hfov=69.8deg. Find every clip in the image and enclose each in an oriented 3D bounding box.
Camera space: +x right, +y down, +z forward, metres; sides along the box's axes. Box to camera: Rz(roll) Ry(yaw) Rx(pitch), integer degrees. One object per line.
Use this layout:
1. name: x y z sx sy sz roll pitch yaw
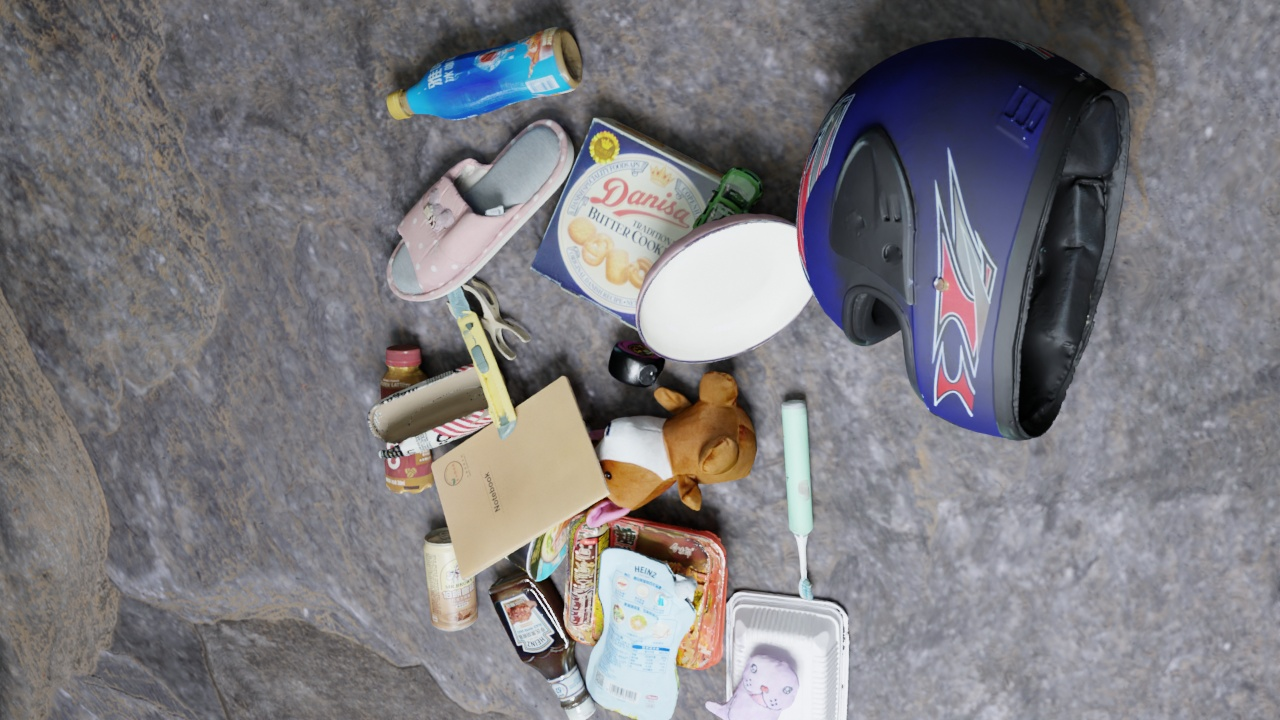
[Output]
1. clip: -0.182 -0.040 1.055 0.082 0.034 0.104 -31 93 21

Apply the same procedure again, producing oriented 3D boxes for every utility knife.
1. utility knife: -0.179 -0.007 1.024 0.031 0.021 0.198 -24 78 10

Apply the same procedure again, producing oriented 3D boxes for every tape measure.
1. tape measure: -0.006 0.006 0.993 0.058 0.057 0.039 20 109 5

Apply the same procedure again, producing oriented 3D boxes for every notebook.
1. notebook: -0.137 0.129 1.003 0.208 0.008 0.147 -33 61 20

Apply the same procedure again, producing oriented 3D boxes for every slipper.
1. slipper: -0.186 -0.163 0.999 0.275 0.054 0.114 -35 61 20

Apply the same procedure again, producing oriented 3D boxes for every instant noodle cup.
1. instant noodle cup: -0.146 0.180 1.063 0.120 0.111 0.111 20 108 22
2. instant noodle cup: 0.158 0.352 1.018 0.138 0.060 0.173 3 105 18
3. instant noodle cup: 0.011 0.249 1.033 0.189 0.079 0.165 9 105 18

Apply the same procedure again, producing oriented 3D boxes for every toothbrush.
1. toothbrush: 0.170 0.151 0.983 0.026 0.027 0.224 -9 102 -17

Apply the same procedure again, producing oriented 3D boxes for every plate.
1. plate: 0.082 -0.074 0.899 0.193 0.192 0.039 -40 50 22

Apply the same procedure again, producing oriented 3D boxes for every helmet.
1. helmet: 0.254 -0.109 0.783 0.241 0.246 0.316 19 114 41

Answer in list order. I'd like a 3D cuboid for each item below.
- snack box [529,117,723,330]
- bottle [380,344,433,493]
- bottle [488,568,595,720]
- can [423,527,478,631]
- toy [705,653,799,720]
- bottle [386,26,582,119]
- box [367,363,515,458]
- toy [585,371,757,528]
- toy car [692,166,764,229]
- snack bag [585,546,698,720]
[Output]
1. snack box: -0.002 -0.135 0.965 0.178 0.045 0.183 29 111 10
2. bottle: -0.281 0.069 1.101 0.057 0.057 0.175 5 104 18
3. bottle: -0.112 0.347 1.118 0.080 0.044 0.195 -24 95 23
4. can: -0.234 0.269 1.131 0.058 0.058 0.116 1 103 18
5. toy: 0.125 0.357 0.977 0.084 0.038 0.108 34 112 18
6. bottle: -0.171 -0.295 0.975 0.219 0.065 0.065 -8 100 21
7. box: -0.231 0.053 1.052 0.163 0.076 0.087 -24 84 -8
8. toy: 0.020 0.096 0.974 0.200 0.139 0.130 -22 135 30
9. toy car: 0.083 -0.144 0.893 0.043 0.036 0.091 34 107 7
10. snack bag: -0.001 0.295 0.986 0.110 0.038 0.191 17 111 22
